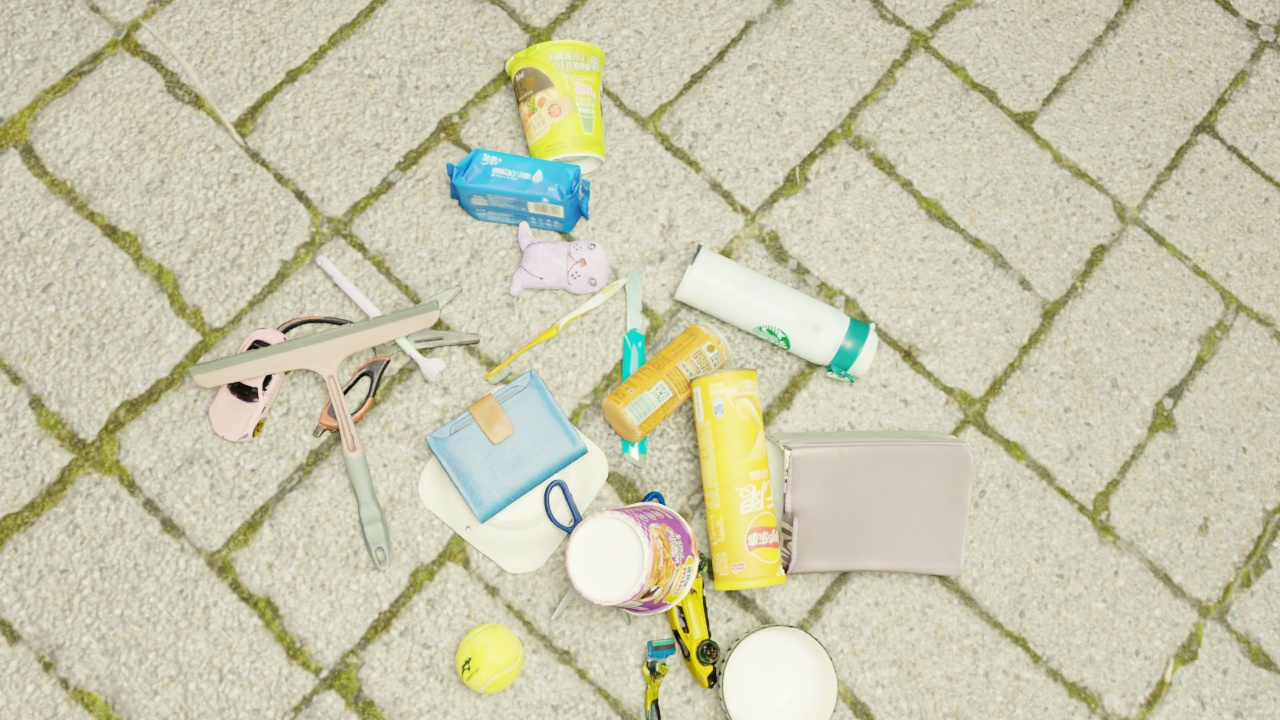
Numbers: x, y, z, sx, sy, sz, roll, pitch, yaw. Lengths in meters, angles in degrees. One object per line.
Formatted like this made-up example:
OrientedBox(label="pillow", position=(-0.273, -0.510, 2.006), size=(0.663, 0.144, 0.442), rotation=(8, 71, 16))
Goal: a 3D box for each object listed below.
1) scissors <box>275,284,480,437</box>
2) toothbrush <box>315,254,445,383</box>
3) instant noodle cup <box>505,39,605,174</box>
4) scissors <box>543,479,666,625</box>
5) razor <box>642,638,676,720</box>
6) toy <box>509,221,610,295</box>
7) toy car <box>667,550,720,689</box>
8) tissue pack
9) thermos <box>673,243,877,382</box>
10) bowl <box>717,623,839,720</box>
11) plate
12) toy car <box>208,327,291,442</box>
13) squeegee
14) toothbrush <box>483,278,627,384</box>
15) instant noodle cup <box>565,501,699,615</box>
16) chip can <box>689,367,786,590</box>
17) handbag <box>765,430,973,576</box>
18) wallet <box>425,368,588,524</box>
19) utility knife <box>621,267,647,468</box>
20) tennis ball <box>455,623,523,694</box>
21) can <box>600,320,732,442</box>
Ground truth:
OrientedBox(label="scissors", position=(-0.287, -0.013, 0.976), size=(0.189, 0.015, 0.226), rotation=(30, 75, 2))
OrientedBox(label="toothbrush", position=(-0.277, -0.048, 0.968), size=(0.189, 0.021, 0.029), rotation=(43, 104, 10))
OrientedBox(label="instant noodle cup", position=(-0.086, -0.272, 1.015), size=(0.111, 0.112, 0.123), rotation=(-8, 85, -8))
OrientedBox(label="scissors", position=(-0.043, 0.189, 0.937), size=(0.162, 0.012, 0.172), rotation=(46, 70, -13))
OrientedBox(label="razor", position=(0.015, 0.352, 0.917), size=(0.042, 0.022, 0.142), rotation=(12, 74, -49))
OrientedBox(label="toy", position=(-0.086, -0.107, 1.005), size=(0.108, 0.039, 0.083), rotation=(4, 82, -4))
OrientedBox(label="toy car", position=(0.049, 0.250, 0.917), size=(0.041, 0.071, 0.155), rotation=(-8, 78, -9))
OrientedBox(label="tissue pack", position=(-0.131, -0.185, 0.992), size=(0.157, 0.095, 0.052), rotation=(8, 75, -2))
OrientedBox(label="thermos", position=(0.149, -0.048, 1.002), size=(0.224, 0.073, 0.073), rotation=(25, 75, 0))
OrientedBox(label="bowl", position=(0.131, 0.320, 0.911), size=(0.116, 0.066, 0.116), rotation=(2, 77, -7))
OrientedBox(label="plate", position=(-0.131, 0.119, 0.950), size=(0.164, 0.034, 0.163), rotation=(36, 76, 4))
OrientedBox(label="toy car", position=(-0.398, 0.025, 0.936), size=(0.056, 0.037, 0.122), rotation=(25, 86, 8))
OrientedBox(label="squeegee", position=(-0.292, 0.091, 0.928), size=(0.247, 0.040, 0.249), rotation=(-16, 92, -11))
OrientedBox(label="toothbrush", position=(-0.089, -0.032, 0.997), size=(0.191, 0.016, 0.018), rotation=(-36, 94, -10))
OrientedBox(label="instant noodle cup", position=(-0.013, 0.185, 0.864), size=(0.112, 0.099, 0.111), rotation=(-6, 75, 22))
OrientedBox(label="chip can", position=(0.094, 0.117, 0.910), size=(0.072, 0.072, 0.213), rotation=(-6, 79, -7))
OrientedBox(label="handbag", position=(0.231, 0.147, 0.947), size=(0.197, 0.098, 0.145), rotation=(0, 93, -6))
OrientedBox(label="wallet", position=(-0.134, 0.084, 0.922), size=(0.133, 0.040, 0.106), rotation=(-33, 86, -13))
OrientedBox(label="utility knife", position=(-0.006, 0.006, 1.000), size=(0.029, 0.013, 0.222), rotation=(2, 79, -5))
OrientedBox(label="tennis ball", position=(-0.146, 0.289, 0.891), size=(0.065, 0.065, 0.065), rotation=(1, 76, -6))
OrientedBox(label="can", position=(0.028, 0.021, 0.968), size=(0.145, 0.058, 0.058), rotation=(-40, 83, -21))
